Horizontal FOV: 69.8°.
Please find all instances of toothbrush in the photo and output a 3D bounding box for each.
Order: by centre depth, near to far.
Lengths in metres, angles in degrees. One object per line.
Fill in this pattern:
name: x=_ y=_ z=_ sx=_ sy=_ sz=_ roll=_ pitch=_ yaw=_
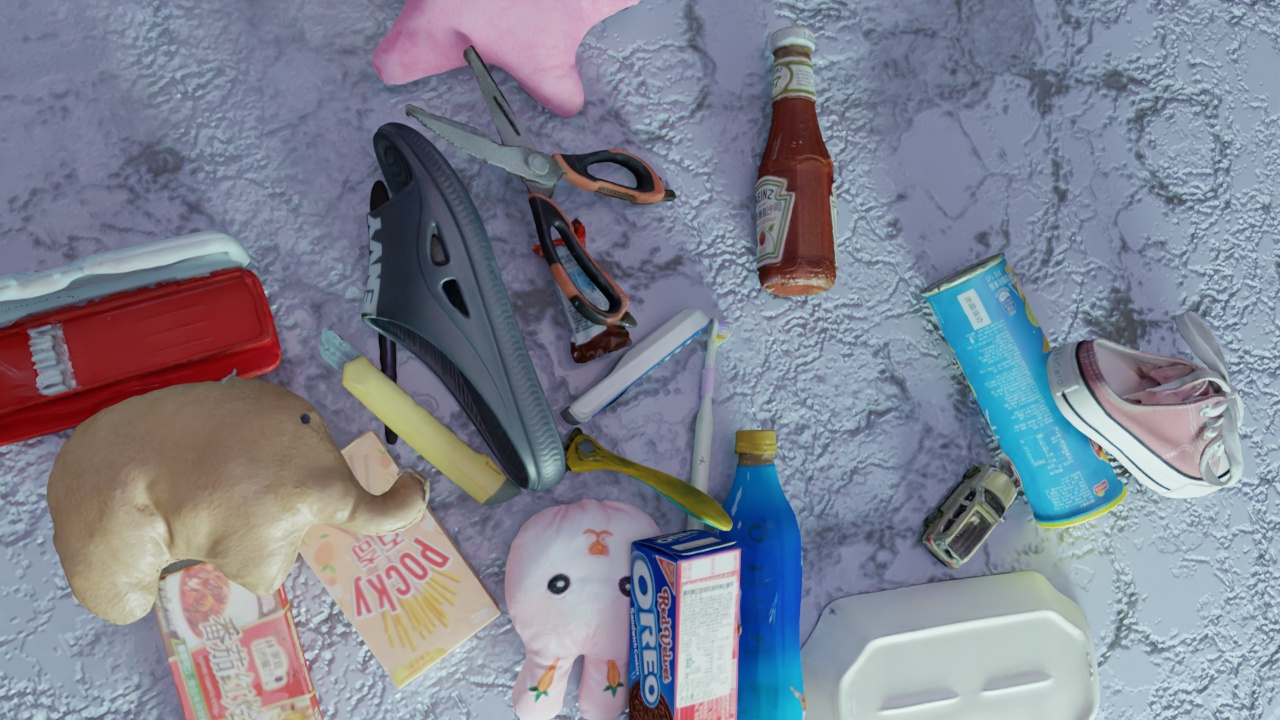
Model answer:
toothbrush: x=-0.181 y=-0.034 z=0.655 sx=0.014 sy=0.017 sz=0.189 roll=-3 pitch=88 yaw=-6
toothbrush: x=0.049 y=0.062 z=0.691 sx=0.020 sy=0.029 sz=0.189 roll=4 pitch=83 yaw=30

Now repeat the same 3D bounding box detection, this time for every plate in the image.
plate: x=0.246 y=0.254 z=0.707 sx=0.265 sy=0.034 sz=0.162 roll=-3 pitch=85 yaw=-13

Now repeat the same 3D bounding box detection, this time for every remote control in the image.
remote control: x=-0.004 y=0.004 z=0.670 sx=0.124 sy=0.049 sz=0.024 roll=-39 pitch=91 yaw=-14

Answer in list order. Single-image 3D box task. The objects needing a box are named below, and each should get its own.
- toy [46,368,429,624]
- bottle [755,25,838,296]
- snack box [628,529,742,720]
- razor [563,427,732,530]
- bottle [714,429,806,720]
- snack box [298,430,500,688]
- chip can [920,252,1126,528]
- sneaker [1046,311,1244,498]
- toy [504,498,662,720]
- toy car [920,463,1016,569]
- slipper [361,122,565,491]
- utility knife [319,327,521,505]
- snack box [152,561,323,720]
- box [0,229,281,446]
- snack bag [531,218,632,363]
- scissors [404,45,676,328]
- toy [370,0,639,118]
toy: x=-0.251 y=0.076 z=0.572 sx=0.226 sy=0.082 sz=0.143 roll=-11 pitch=88 yaw=-3
bottle: x=0.119 y=-0.154 z=0.709 sx=0.059 sy=0.060 sz=0.206 roll=1 pitch=84 yaw=-13
snack box: x=0.030 y=0.222 z=0.626 sx=0.058 sy=0.057 sz=0.207 roll=-3 pitch=97 yaw=-35
razor: x=0.005 y=0.088 z=0.649 sx=0.132 sy=0.028 sz=0.043 roll=24 pitch=46 yaw=9
bottle: x=0.086 y=0.159 z=0.665 sx=0.065 sy=0.065 sz=0.218 roll=1 pitch=84 yaw=-13
snack box: x=-0.174 y=0.134 z=0.629 sx=0.084 sy=0.026 sz=0.157 roll=-35 pitch=92 yaw=-13
chip can: x=0.301 y=0.023 z=0.725 sx=0.071 sy=0.071 sz=0.210 roll=-27 pitch=90 yaw=-14
sneaker: x=0.413 y=0.039 z=0.704 sx=0.241 sy=0.088 sz=0.118 roll=25 pitch=55 yaw=-31
toy: x=-0.038 y=0.177 z=0.644 sx=0.121 sy=0.054 sz=0.159 roll=5 pitch=90 yaw=-21
toy car: x=0.263 y=0.122 z=0.725 sx=0.042 sy=0.035 sz=0.090 roll=46 pitch=75 yaw=-6
slipper: x=-0.134 y=-0.027 z=0.608 sx=0.083 sy=0.111 sz=0.268 roll=-24 pitch=95 yaw=-23
utility knife: x=-0.157 y=0.043 z=0.643 sx=0.178 sy=0.019 sz=0.031 roll=45 pitch=75 yaw=-15
snack box: x=-0.262 y=0.204 z=0.603 sx=0.075 sy=0.025 sz=0.153 roll=-17 pitch=88 yaw=-13
box: x=-0.339 y=-0.012 z=0.571 sx=0.201 sy=0.100 sz=0.094 roll=-17 pitch=88 yaw=-13
snack bag: x=-0.044 y=-0.051 z=0.665 sx=0.045 sy=0.026 sz=0.105 roll=-22 pitch=77 yaw=2
scissors: x=-0.060 y=-0.120 z=0.642 sx=0.224 sy=0.015 sz=0.188 roll=10 pitch=68 yaw=-35
toy: x=-0.094 y=-0.273 z=0.663 sx=0.194 sy=0.074 sz=0.178 roll=5 pitch=95 yaw=-16
